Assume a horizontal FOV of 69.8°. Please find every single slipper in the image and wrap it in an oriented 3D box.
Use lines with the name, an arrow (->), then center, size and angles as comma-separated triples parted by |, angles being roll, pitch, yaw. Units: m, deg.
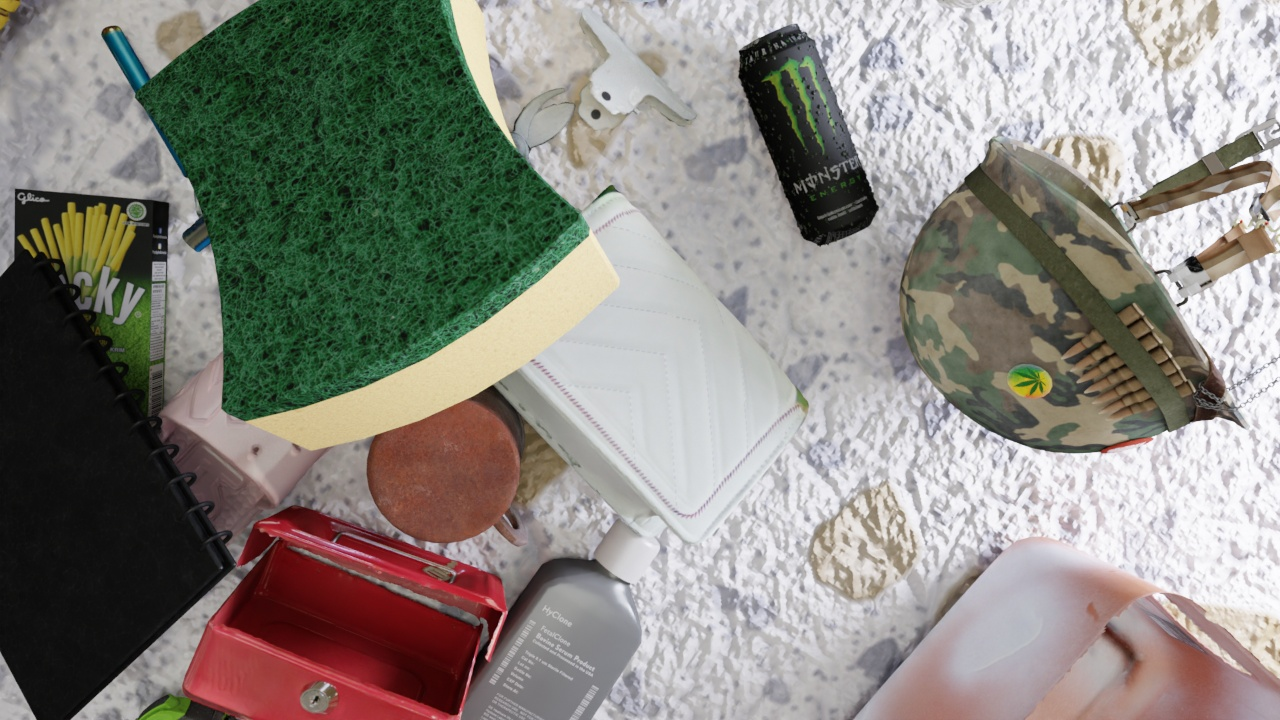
slipper -> -0.256, 0.052, 0.579 | 0.094, 0.064, 0.239 | 44, 92, -9

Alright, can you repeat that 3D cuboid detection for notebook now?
notebook -> -0.346, 0.071, 0.536 | 0.169, 0.019, 0.231 | -41, 77, 13

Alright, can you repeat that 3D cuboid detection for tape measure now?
tape measure -> -0.312, 0.255, 0.611 | 0.058, 0.036, 0.065 | 37, 88, -18

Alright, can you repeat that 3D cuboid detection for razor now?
razor -> -0.297, -0.142, 0.576 | 0.042, 0.022, 0.144 | -22, 95, 33

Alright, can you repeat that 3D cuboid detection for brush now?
brush -> -0.148, -0.096, 0.506 | 0.195, 0.075, 0.250 | -28, 67, 3

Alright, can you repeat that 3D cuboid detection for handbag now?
handbag -> -0.003, 0.003, 0.585 | 0.198, 0.096, 0.141 | 48, 68, -8

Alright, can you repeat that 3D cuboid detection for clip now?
clip -> -0.014, -0.178, 0.596 | 0.101, 0.040, 0.054 | 42, 78, -8

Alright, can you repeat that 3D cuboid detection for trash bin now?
trash bin -> 0.269, 0.268, 0.613 | 0.181, 0.157, 0.259 | 41, 90, -9

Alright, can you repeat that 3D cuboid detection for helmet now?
helmet -> 0.287, -0.047, 0.556 | 0.224, 0.192, 0.237 | 36, 118, 4

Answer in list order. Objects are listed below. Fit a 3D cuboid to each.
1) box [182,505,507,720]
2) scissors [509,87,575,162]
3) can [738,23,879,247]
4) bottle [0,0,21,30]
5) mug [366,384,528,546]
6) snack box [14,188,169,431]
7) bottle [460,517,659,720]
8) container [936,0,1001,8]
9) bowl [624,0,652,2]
box -> -0.175, 0.168, 0.569 | 0.157, 0.136, 0.117 | 22, 88, -6
scissors -> -0.104, -0.116, 0.599 | 0.130, 0.019, 0.150 | 3, 95, -8
can -> 0.109, -0.145, 0.600 | 0.054, 0.054, 0.138 | -24, 98, -3
bottle -> -0.387, -0.242, 0.529 | 0.071, 0.071, 0.164 | 37, 91, -9
mug -> -0.109, 0.071, 0.576 | 0.096, 0.110, 0.123 | -38, 98, 4
snack box -> -0.346, -0.030, 0.579 | 0.080, 0.025, 0.147 | 4, 96, -6
bottle -> -0.049, 0.187, 0.624 | 0.083, 0.046, 0.174 | 34, 92, -9
container -> 0.219, -0.332, 0.533 | 0.143, 0.184, 0.251 | -22, 99, 6
bowl -> 0.006, -0.297, 0.548 | 0.143, 0.074, 0.144 | -3, 101, -17
